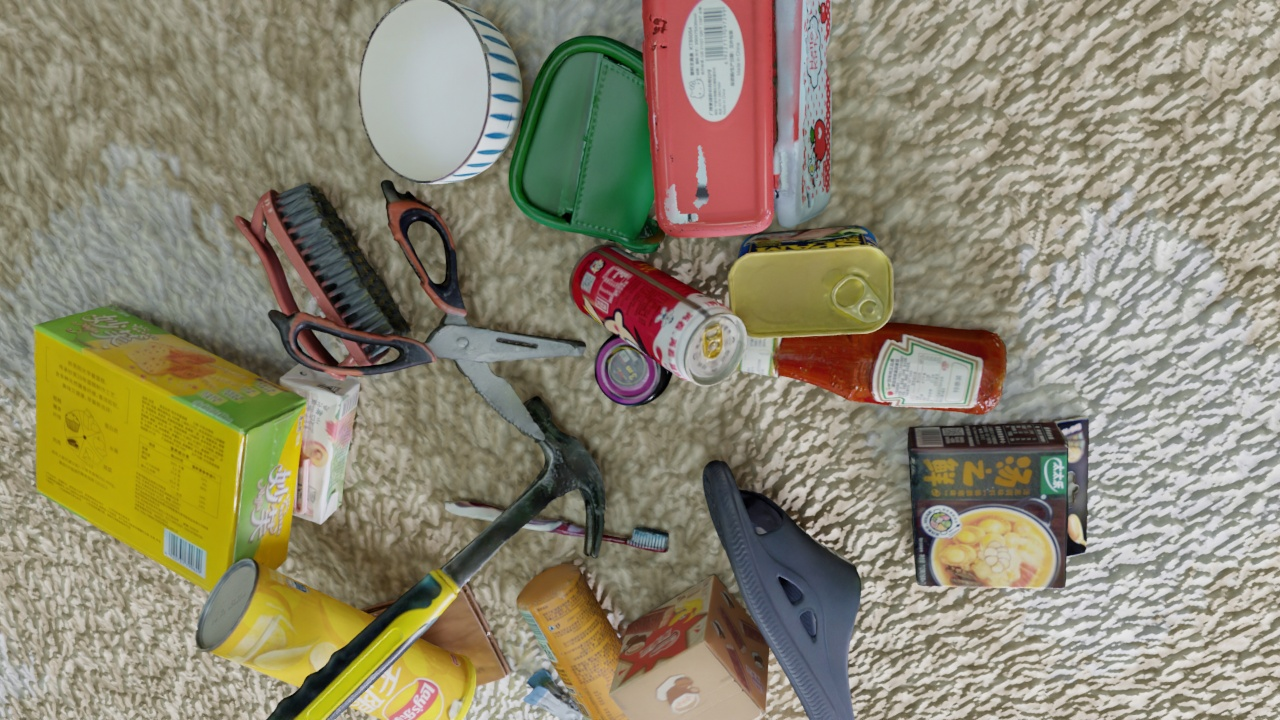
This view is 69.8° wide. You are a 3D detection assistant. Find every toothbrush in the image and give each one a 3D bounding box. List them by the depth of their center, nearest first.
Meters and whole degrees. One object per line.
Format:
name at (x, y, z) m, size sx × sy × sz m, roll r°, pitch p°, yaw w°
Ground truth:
toothbrush at (-0.069, 0.131, 0.744) m, size 0.187 × 0.016 × 0.017 m, roll 10°, pitch 102°, yaw 6°

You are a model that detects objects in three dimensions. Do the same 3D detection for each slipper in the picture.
slipper at (0.123, 0.178, 0.690) m, size 0.083 × 0.110 × 0.268 m, roll -25°, pitch 109°, yaw 0°

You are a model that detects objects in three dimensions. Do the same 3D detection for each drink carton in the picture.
drink carton at (-0.265, 0.068, 0.738) m, size 0.053 × 0.045 × 0.123 m, roll 17°, pitch 111°, yaw 3°

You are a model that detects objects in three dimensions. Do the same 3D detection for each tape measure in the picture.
tape measure at (-0.004, 0.004, 0.676) m, size 0.057 × 0.039 × 0.058 m, roll 35°, pitch 105°, yaw 7°

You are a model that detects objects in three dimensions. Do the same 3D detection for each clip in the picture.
clip at (-0.074, 0.298, 0.800) m, size 0.058 × 0.043 × 0.027 m, roll 43°, pitch 107°, yaw -15°

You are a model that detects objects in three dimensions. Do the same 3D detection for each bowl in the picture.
bowl at (-0.123, -0.176, 0.610) m, size 0.117 × 0.066 × 0.116 m, roll 6°, pitch 102°, yaw 31°

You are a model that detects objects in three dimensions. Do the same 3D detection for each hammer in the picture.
hammer at (-0.154, 0.178, 0.672) m, size 0.322 × 0.032 × 0.126 m, roll -43°, pitch 101°, yaw -17°

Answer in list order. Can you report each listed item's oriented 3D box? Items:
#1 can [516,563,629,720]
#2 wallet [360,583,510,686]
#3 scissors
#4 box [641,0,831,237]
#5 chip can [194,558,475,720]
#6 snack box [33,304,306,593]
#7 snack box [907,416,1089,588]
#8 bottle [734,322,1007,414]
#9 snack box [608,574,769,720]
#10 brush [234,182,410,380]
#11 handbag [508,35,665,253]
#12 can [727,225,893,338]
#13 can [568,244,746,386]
can at (-0.044, 0.241, 0.754) m, size 0.058 × 0.058 × 0.146 m, roll -24°, pitch 104°, yaw 16°
wallet at (-0.184, 0.250, 0.803) m, size 0.115 × 0.020 × 0.101 m, roll -20°, pitch 106°, yaw 13°
scissors at (-0.150, -0.022, 0.663) m, size 0.188 × 0.015 × 0.225 m, roll -30°, pitch 98°, yaw -15°
box at (0.071, -0.179, 0.556) m, size 0.154 × 0.074 × 0.201 m, roll -13°, pitch 112°, yaw -26°
chip can at (-0.228, 0.227, 0.710) m, size 0.072 × 0.072 × 0.213 m, roll -37°, pitch 126°, yaw 19°
snack box at (-0.371, 0.068, 0.717) m, size 0.210 × 0.069 × 0.158 m, roll 23°, pitch 114°, yaw 16°
snack box at (0.261, 0.103, 0.664) m, size 0.126 × 0.053 × 0.113 m, roll -3°, pitch 108°, yaw 16°
bottle at (0.142, -0.001, 0.639) m, size 0.206 × 0.059 × 0.060 m, roll 6°, pitch 110°, yaw 8°
snack box at (0.041, 0.240, 0.720) m, size 0.093 × 0.094 × 0.077 m, roll -35°, pitch 100°, yaw 19°
brush at (-0.238, -0.059, 0.680) m, size 0.069 × 0.063 × 0.146 m, roll -29°, pitch 101°, yaw 3°
handbag at (-0.023, -0.144, 0.618) m, size 0.120 × 0.068 × 0.131 m, roll 20°, pitch 110°, yaw -7°
can at (0.112, -0.055, 0.612) m, size 0.102 × 0.083 × 0.057 m, roll -3°, pitch 109°, yaw 10°
can at (0.009, -0.032, 0.609) m, size 0.053 × 0.133 × 0.053 m, roll -19°, pitch 125°, yaw -31°
